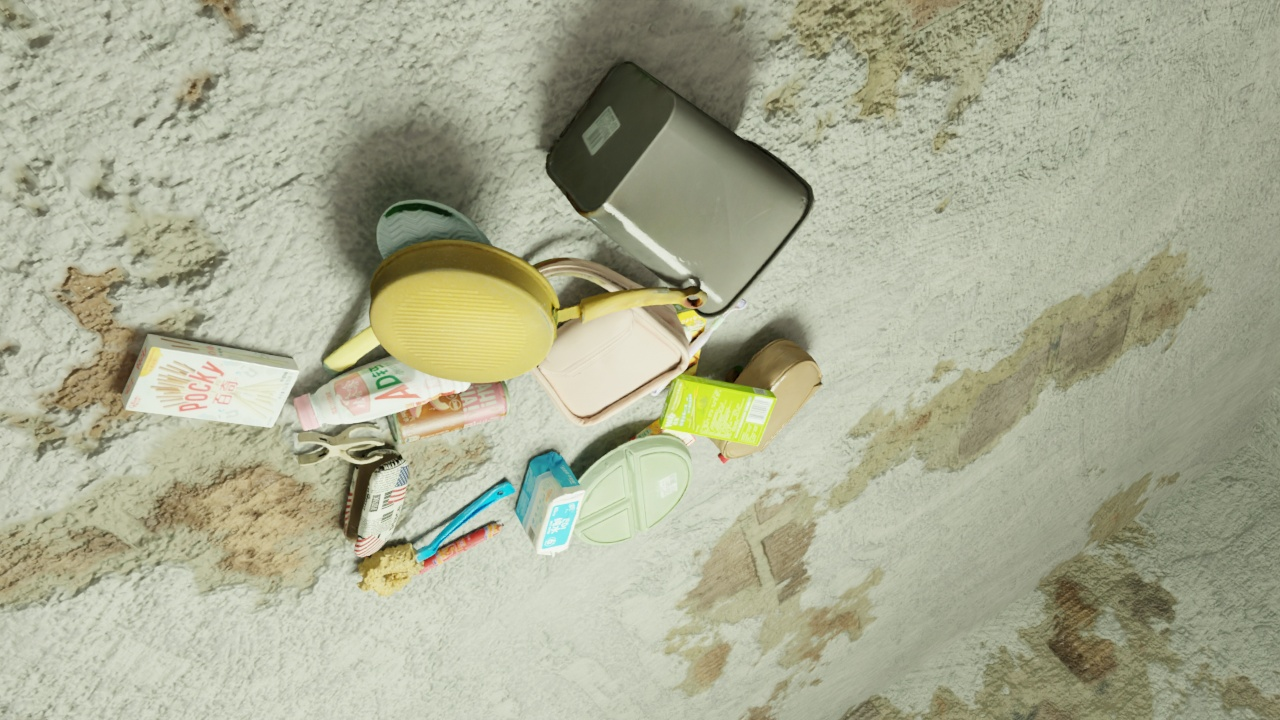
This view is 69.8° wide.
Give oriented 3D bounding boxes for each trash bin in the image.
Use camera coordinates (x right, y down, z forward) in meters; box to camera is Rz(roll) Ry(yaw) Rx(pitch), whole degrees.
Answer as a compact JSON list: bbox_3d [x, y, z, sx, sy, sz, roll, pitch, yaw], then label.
[{"bbox_3d":[0.034,-0.196,1.025,0.219,0.198,0.199,28,107,-40],"label":"trash bin"}]

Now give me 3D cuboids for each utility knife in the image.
[{"bbox_3d":[-0.295,-0.026,1.023,0.177,0.019,0.031,-26,142,27],"label":"utility knife"}]

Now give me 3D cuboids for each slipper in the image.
[{"bbox_3d":[-0.204,-0.106,1.005,0.104,0.074,0.246,-8,154,4],"label":"slipper"}]

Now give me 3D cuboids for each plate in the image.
[{"bbox_3d":[-0.013,0.210,1.438,0.229,0.027,0.231,-21,139,-20],"label":"plate"}]

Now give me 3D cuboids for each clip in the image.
[{"bbox_3d":[-0.368,0.113,1.129,0.103,0.034,0.077,-14,134,-19],"label":"clip"}]

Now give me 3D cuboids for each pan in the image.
[{"bbox_3d":[-0.105,-0.054,0.975,0.357,0.078,0.198,4,144,-3],"label":"pan"}]

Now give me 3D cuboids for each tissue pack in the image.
[{"bbox_3d":[-0.132,0.211,1.347,0.063,0.090,0.140,-5,129,-32],"label":"tissue pack"}]

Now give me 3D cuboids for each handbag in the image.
[{"bbox_3d":[-0.069,-0.037,1.161,0.194,0.093,0.234,-34,130,16],"label":"handbag"},{"bbox_3d":[0.190,0.059,1.438,0.205,0.100,0.147,-50,145,14],"label":"handbag"}]

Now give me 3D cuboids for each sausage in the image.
[{"bbox_3d":[-0.273,0.279,1.363,0.155,0.020,0.020,-27,138,-13],"label":"sausage"}]

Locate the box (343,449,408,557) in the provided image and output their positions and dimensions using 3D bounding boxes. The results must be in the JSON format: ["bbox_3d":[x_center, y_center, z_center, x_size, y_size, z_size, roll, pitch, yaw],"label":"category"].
[{"bbox_3d":[-0.336,0.192,1.193,0.075,0.076,0.164,-5,127,-40],"label":"box"}]

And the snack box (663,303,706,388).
[{"bbox_3d":[0.044,-0.021,1.303,0.086,0.033,0.141,-14,133,-26],"label":"snack box"}]

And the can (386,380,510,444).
[{"bbox_3d":[-0.241,0.061,1.153,0.147,0.058,0.058,-14,134,-25],"label":"can"}]

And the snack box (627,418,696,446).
[{"bbox_3d":[0.009,0.146,1.437,0.156,0.027,0.077,-37,139,-1],"label":"snack box"}]

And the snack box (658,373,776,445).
[{"bbox_3d":[0.112,0.072,1.342,0.156,0.026,0.086,11,114,-14],"label":"snack box"}]

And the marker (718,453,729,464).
[{"bbox_3d":[0.193,0.126,1.560,0.145,0.017,0.017,-38,140,0],"label":"marker"}]

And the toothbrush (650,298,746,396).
[{"bbox_3d":[0.078,-0.019,1.289,0.189,0.029,0.021,-49,177,13],"label":"toothbrush"}]

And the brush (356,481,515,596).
[{"bbox_3d":[-0.290,0.252,1.317,0.254,0.046,0.083,-35,136,-9],"label":"brush"}]

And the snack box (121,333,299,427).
[{"bbox_3d":[-0.459,0.024,0.986,0.156,0.027,0.085,13,119,-43],"label":"snack box"}]

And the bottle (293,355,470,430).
[{"bbox_3d":[-0.303,0.031,1.078,0.196,0.068,0.068,-18,136,-15],"label":"bottle"}]

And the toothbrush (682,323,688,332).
[{"bbox_3d":[-0.008,0.007,1.267,0.190,0.020,0.029,-37,111,21],"label":"toothbrush"}]
